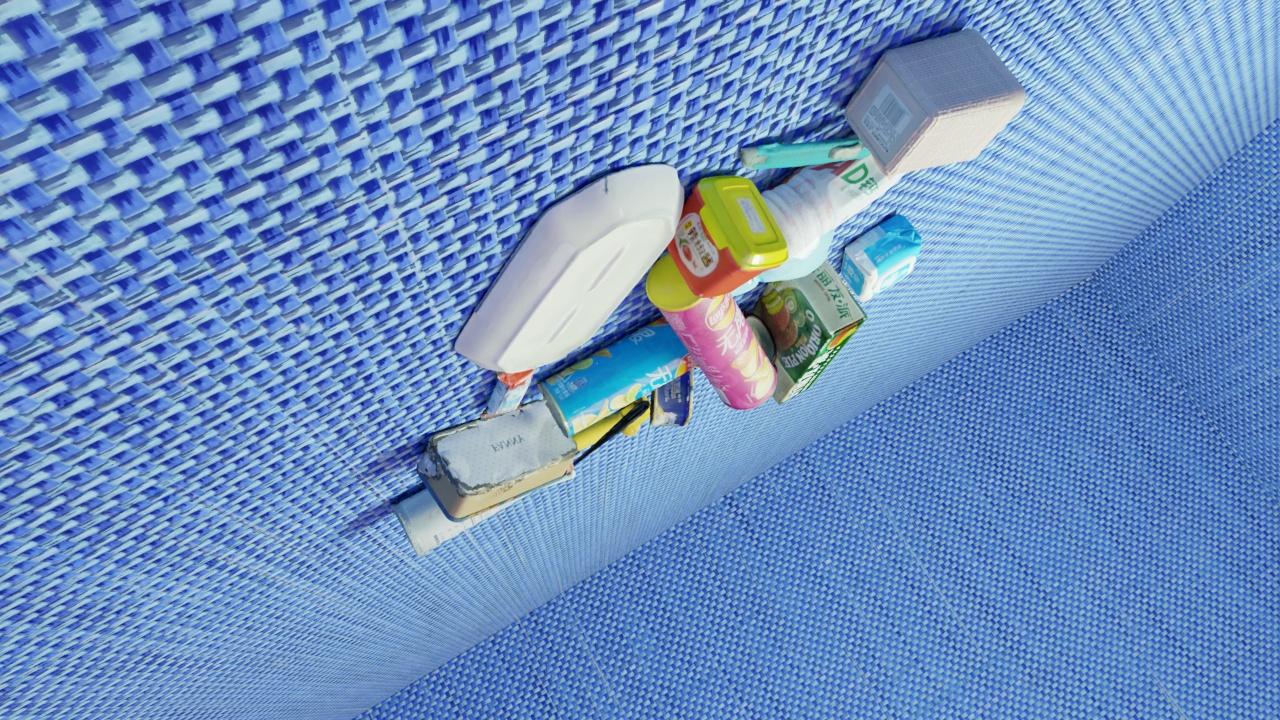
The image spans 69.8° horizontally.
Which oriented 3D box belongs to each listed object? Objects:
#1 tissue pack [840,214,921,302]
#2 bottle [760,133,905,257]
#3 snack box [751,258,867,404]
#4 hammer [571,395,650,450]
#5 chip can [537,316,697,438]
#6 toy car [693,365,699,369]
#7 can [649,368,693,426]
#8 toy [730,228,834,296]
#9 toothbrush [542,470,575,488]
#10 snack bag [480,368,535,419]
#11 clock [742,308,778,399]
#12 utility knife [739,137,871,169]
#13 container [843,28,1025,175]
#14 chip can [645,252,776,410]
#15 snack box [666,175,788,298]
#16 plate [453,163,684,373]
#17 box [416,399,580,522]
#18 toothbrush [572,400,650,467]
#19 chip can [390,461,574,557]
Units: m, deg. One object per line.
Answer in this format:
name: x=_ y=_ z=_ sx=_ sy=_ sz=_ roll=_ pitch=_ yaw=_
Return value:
tissue pack: x=0.326 y=-0.135 z=1.241 sx=0.090 sy=0.063 sz=0.140 roll=-32 pitch=164 yaw=0
bottle: x=0.200 y=-0.176 z=0.880 sx=0.196 sy=0.068 sz=0.068 roll=-34 pitch=165 yaw=-8
snack box: x=0.203 y=-0.039 z=1.205 sx=0.063 sy=0.114 sz=0.241 roll=-27 pitch=163 yaw=-18
hammer: x=-0.108 y=0.120 z=1.238 sx=0.300 sy=0.033 sz=0.129 roll=-25 pitch=162 yaw=-26
chip can: x=-0.006 y=0.006 z=1.019 sx=0.210 sy=0.071 sz=0.071 roll=-29 pitch=164 yaw=-12
toy car: x=0.084 y=-0.011 z=1.209 sx=0.091 sy=0.036 sz=0.043 roll=-18 pitch=160 yaw=-32
can: x=0.039 y=0.046 z=1.183 sx=0.049 sy=0.074 sz=0.148 roll=2 pitch=167 yaw=-1
toy: x=0.141 y=-0.111 z=0.989 sx=0.157 sy=0.049 sz=0.161 roll=-32 pitch=158 yaw=27
toothbrush: x=-0.175 y=0.181 z=1.232 sx=0.190 sy=0.029 sz=0.020 roll=-21 pitch=141 yaw=7
snack bag: x=-0.133 y=0.030 z=0.931 sx=0.048 sy=0.026 sz=0.104 roll=-17 pitch=160 yaw=-26
clock: x=0.136 y=-0.006 z=1.172 sx=0.055 sy=0.122 sz=0.081 roll=-28 pitch=170 yaw=36
utility knife: x=0.179 y=-0.188 z=0.818 sx=0.215 sy=0.013 sz=0.029 roll=-11 pitch=149 yaw=-24
container: x=0.249 y=-0.221 z=0.796 sx=0.110 sy=0.090 sz=0.090 roll=-20 pitch=160 yaw=-29
chip can: x=0.078 y=-0.027 z=0.940 sx=0.071 sy=0.071 sz=0.210 roll=-34 pitch=141 yaw=4
snack box: x=0.072 y=-0.106 z=0.804 sx=0.081 sy=0.091 sz=0.080 roll=-16 pitch=164 yaw=-45
plate: x=-0.055 y=-0.064 z=0.782 sx=0.161 sy=0.034 sz=0.267 roll=-16 pitch=158 yaw=-45
box: x=-0.150 y=0.106 z=1.014 sx=0.183 sy=0.089 sz=0.061 roll=-14 pitch=150 yaw=-45
toothbrush: x=-0.051 y=0.105 z=1.212 sx=0.181 sy=0.015 sz=0.018 roll=-40 pitch=154 yaw=27
chip can: x=-0.189 y=0.155 z=1.118 sx=0.214 sy=0.071 sz=0.071 roll=-28 pitch=164 yaw=-17
